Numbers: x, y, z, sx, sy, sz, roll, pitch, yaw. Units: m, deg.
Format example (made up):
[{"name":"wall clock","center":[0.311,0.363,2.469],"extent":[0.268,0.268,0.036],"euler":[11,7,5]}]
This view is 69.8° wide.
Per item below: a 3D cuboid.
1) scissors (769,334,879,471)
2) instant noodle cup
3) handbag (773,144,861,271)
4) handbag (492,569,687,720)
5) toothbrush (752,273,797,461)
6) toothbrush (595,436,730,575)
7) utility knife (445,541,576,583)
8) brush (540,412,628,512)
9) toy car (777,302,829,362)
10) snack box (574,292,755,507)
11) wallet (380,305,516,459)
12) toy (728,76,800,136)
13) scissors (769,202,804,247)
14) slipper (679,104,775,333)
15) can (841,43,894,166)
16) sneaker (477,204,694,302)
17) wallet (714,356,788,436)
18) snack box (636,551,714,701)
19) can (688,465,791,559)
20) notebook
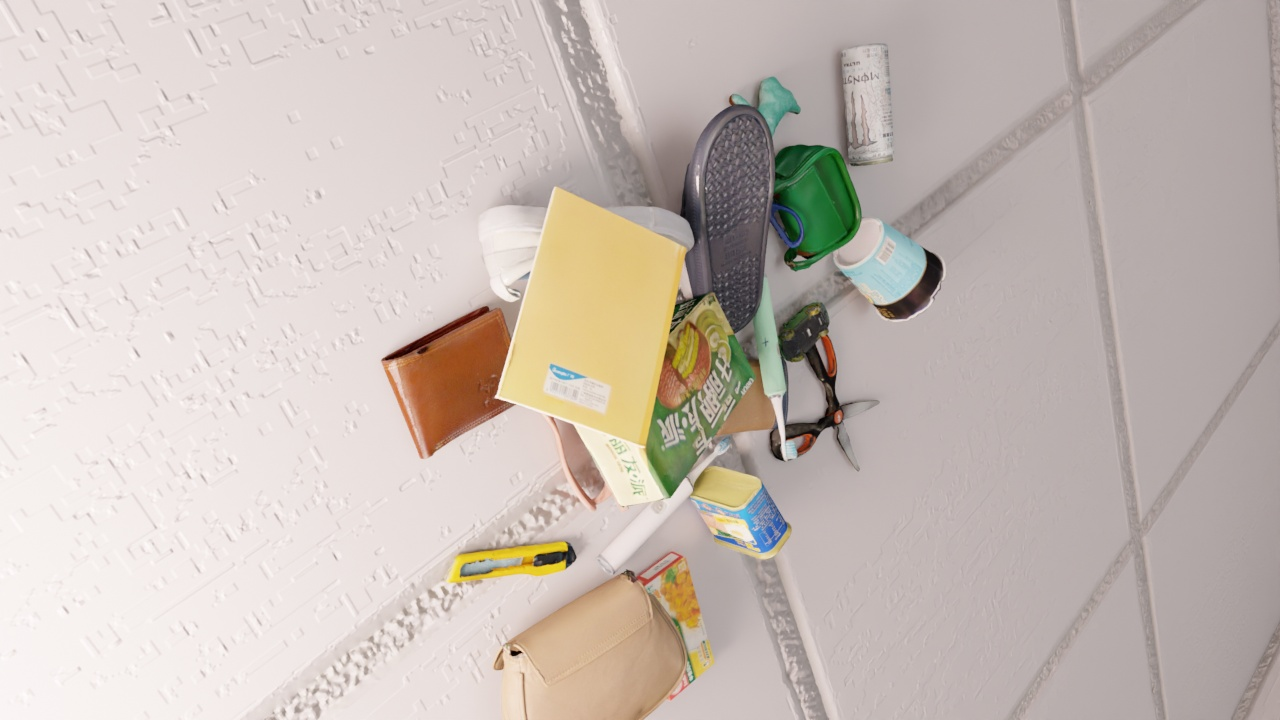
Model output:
[{"name":"scissors","center":[0.248,0.068,1.215],"extent":[0.220,0.022,0.234],"euler":[-33,116,-33]},{"name":"instant noodle cup","center":[0.318,-0.126,1.202],"extent":[0.120,0.111,0.111],"euler":[31,76,-30]},{"name":"handbag","center":[0.199,-0.190,1.112],"extent":[0.120,0.068,0.131],"euler":[-40,122,-20]},{"name":"handbag","center":[-0.056,0.316,0.944],"extent":[0.204,0.100,0.148],"euler":[-23,103,-36]},{"name":"toothbrush","center":[0.155,0.008,1.086],"extent":[0.026,0.027,0.224],"euler":[5,76,-74]},{"name":"toothbrush","center":[0.033,0.158,1.039],"extent":[0.220,0.027,0.026],"euler":[-41,164,-29]},{"name":"utility knife","center":[-0.125,0.203,0.917],"extent":[0.153,0.015,0.033],"euler":[2,92,-41]},{"name":"brush","center":[-0.052,0.087,0.937],"extent":[0.073,0.063,0.146],"euler":[-27,115,-2]},{"name":"toy car","center":[0.202,-0.036,1.150],"extent":[0.091,0.036,0.043],"euler":[-44,123,-29]},{"name":"snack box","center":[0.030,0.033,0.936],"extent":[0.114,0.063,0.239],"euler":[62,38,-15]},{"name":"wallet","center":[-0.168,0.019,0.844],"extent":[0.124,0.032,0.101],"euler":[-32,118,-33]},{"name":"toy","center":[0.144,-0.291,1.069],"extent":[0.096,0.030,0.091],"euler":[37,70,-32]},{"name":"scissors","center":[0.117,-0.185,1.056],"extent":[0.171,0.012,0.141],"euler":[30,113,-8]},{"name":"slipper","center":[0.081,-0.151,1.011],"extent":[0.110,0.083,0.269],"euler":[-27,131,-29]},{"name":"can","center":[0.290,-0.325,1.170],"extent":[0.058,0.058,0.147],"euler":[-19,109,-38]},{"name":"sneaker","center":[-0.041,-0.096,0.892],"extent":[0.241,0.090,0.090],"euler":[-4,83,-37]},{"name":"wallet","center":[0.130,0.043,1.104],"extent":[0.115,0.033,0.090],"euler":[-5,97,-39]},{"name":"snack box","center":[0.035,0.307,1.063],"extent":[0.076,0.027,0.156],"euler":[-29,114,-33]},{"name":"can","center":[0.113,0.174,1.062],"extent":[0.057,0.102,0.083],"euler":[-47,122,-26]},{"name":"notebook","center":[-0.038,-0.040,0.822],"extent":[0.145,0.010,0.206],"euler":[21,67,-23]}]
